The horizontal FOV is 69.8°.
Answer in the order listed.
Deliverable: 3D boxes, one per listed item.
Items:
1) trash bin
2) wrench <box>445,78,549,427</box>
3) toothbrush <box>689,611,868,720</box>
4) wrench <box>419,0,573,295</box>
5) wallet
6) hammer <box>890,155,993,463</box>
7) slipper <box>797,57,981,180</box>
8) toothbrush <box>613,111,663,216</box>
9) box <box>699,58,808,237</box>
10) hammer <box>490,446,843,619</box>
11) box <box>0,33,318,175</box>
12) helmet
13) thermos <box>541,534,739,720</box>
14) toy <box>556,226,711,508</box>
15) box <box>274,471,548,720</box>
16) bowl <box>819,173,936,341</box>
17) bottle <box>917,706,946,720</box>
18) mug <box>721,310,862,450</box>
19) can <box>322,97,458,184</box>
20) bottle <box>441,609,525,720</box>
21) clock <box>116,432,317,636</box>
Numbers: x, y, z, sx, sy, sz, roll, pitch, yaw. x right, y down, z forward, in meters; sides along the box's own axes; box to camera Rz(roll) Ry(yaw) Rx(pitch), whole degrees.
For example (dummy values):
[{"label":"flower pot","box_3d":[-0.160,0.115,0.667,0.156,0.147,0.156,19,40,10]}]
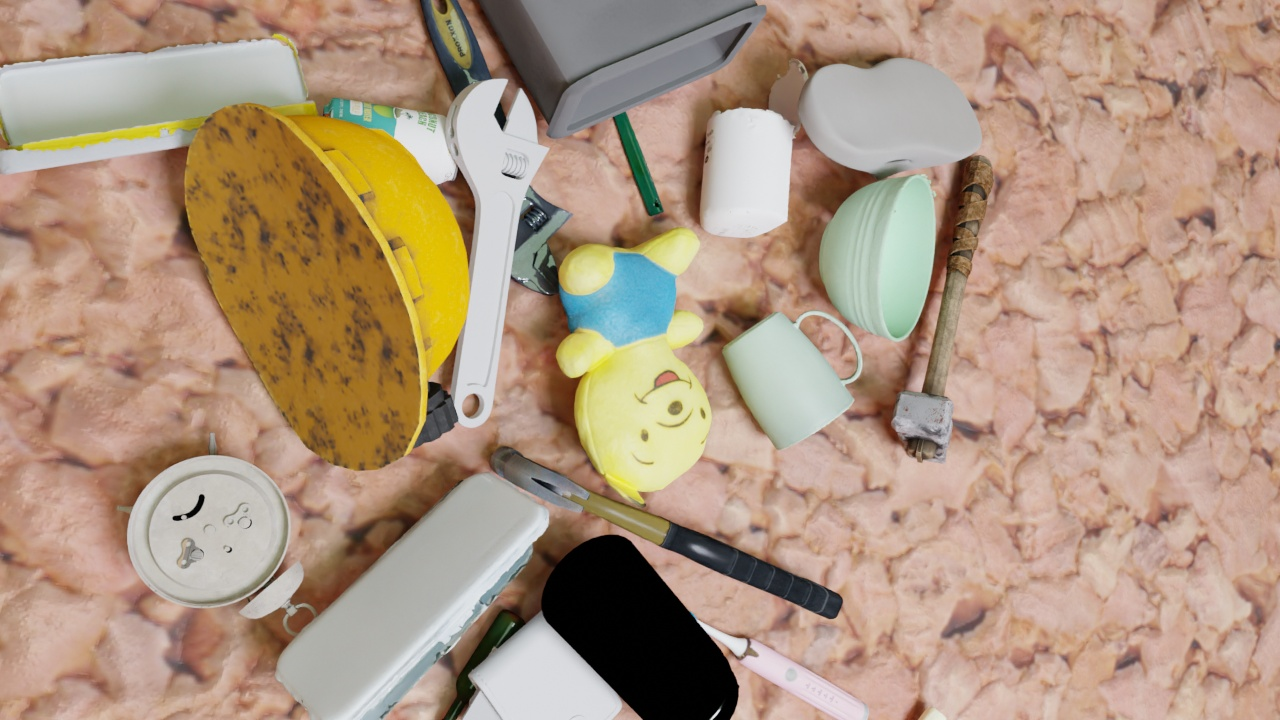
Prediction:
[{"label":"trash bin","box_3d":[-0.039,-0.323,0.743,0.191,0.098,0.220,-29,88,-20]},{"label":"wrench","box_3d":[-0.126,-0.083,0.723,0.086,0.018,0.273,7,93,-43]},{"label":"toothbrush","box_3d":[0.116,0.274,0.826,0.222,0.027,0.027,33,65,-17]},{"label":"wrench","box_3d":[-0.122,-0.182,0.760,0.073,0.022,0.273,-24,97,-14]},{"label":"wallet","box_3d":[-0.084,0.274,0.731,0.115,0.038,0.118,-37,113,-25]},{"label":"hammer","box_3d":[0.301,-0.054,0.888,0.049,0.121,0.318,10,72,24]},{"label":"slipper","box_3d":[0.218,-0.214,0.854,0.265,0.081,0.113,-19,78,-44]},{"label":"toothbrush","box_3d":[-0.017,-0.218,0.804,0.016,0.017,0.190,-23,95,-22]},{"label":"box","box_3d":[0.101,-0.193,0.819,0.092,0.083,0.166,4,85,-10]},{"label":"hammer","box_3d":[0.037,0.152,0.767,0.333,0.118,0.025,27,83,-23]},{"label":"box","box_3d":[-0.344,-0.178,0.659,0.209,0.057,0.117,-16,55,-20]},{"label":"helmet","box_3d":[-0.195,-0.065,0.655,0.131,0.206,0.255,-36,118,-47]},{"label":"thermos","box_3d":[0.011,0.234,0.736,0.086,0.086,0.198,-46,123,-17]},{"label":"toy","box_3d":[-0.004,0.004,0.759,0.148,0.084,0.214,-14,94,-40]},{"label":"box","box_3d":[-0.146,0.179,0.653,0.214,0.127,0.106,-47,113,-29]},{"label":"bowl","box_3d":[0.212,-0.096,0.840,0.150,0.077,0.151,-23,118,-53]},{"label":"bottle","box_3d":[0.223,0.398,0.851,0.184,0.045,0.045,-45,103,-17]},{"label":"mug","box_3d":[0.138,0.006,0.809,0.111,0.084,0.104,-34,89,14]},{"label":"can","box_3d":[-0.194,-0.169,0.713,0.101,0.055,0.055,4,86,-21]},{"label":"bottle","box_3d":[-0.129,0.250,0.735,0.025,0.025,0.106,37,76,-16]},{"label":"clock","box_3d":[-0.290,0.137,0.661,0.103,0.061,0.157,-42,94,-16]}]
